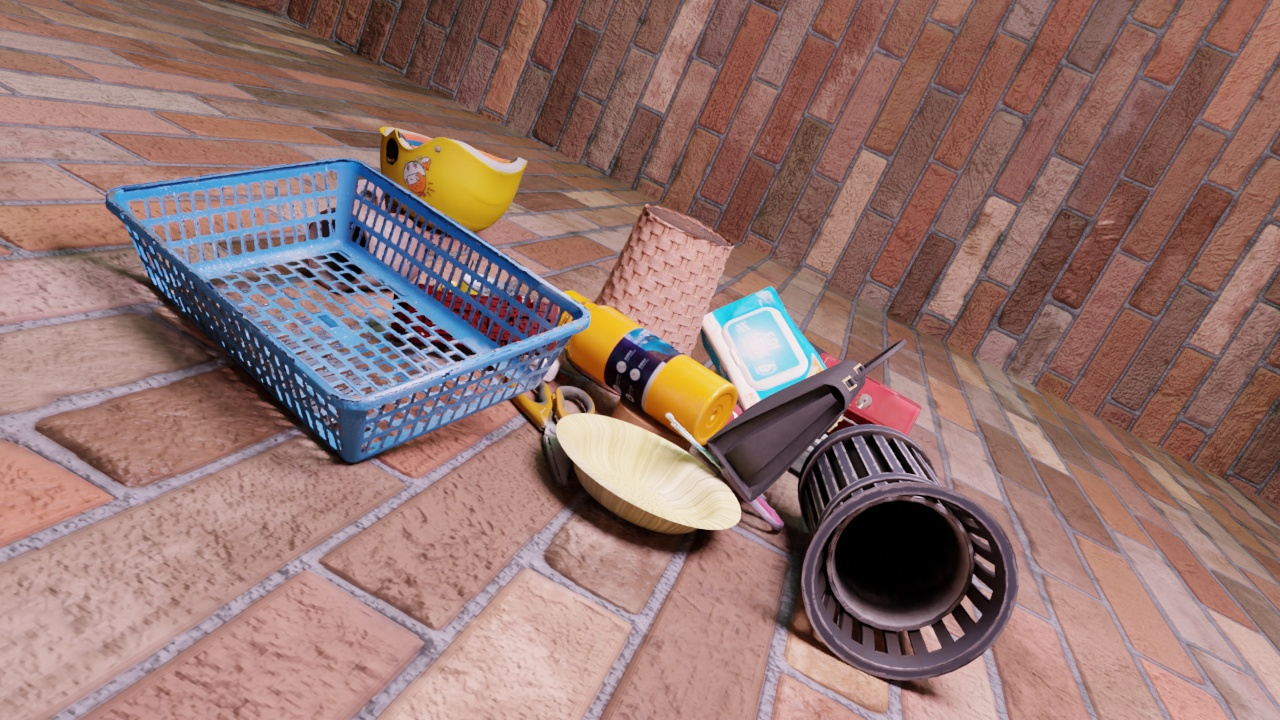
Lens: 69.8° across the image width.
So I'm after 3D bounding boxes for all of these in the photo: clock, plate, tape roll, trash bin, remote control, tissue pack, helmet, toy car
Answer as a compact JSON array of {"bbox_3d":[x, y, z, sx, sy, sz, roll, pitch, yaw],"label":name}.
[{"bbox_3d":[-0.193,-0.072,1.099,0.119,0.057,0.083,29,17,12],"label":"clock"},{"bbox_3d":[0.000,0.112,0.836,0.184,0.036,0.184,25,15,-7],"label":"plate"},{"bbox_3d":[0.014,0.072,1.005,0.094,0.027,0.094,23,16,-7],"label":"tape roll"},{"bbox_3d":[0.018,-0.070,1.130,0.151,0.210,0.151,23,17,-7],"label":"trash bin"},{"bbox_3d":[-0.119,-0.010,1.064,0.060,0.028,0.114,22,16,-10],"label":"remote control"},{"bbox_3d":[0.155,0.003,1.138,0.066,0.117,0.209,71,-4,-50],"label":"tissue pack"},{"bbox_3d":[-0.310,-0.275,1.438,0.240,0.140,0.208,20,11,33],"label":"helmet"},{"bbox_3d":[-0.176,-0.039,0.970,0.169,0.070,0.062,6,-9,-18],"label":"toy car"},{"bbox_3d":[0.220,0.152,0.828,0.164,0.164,0.227,25,12,0],"label":"trash bin"}]

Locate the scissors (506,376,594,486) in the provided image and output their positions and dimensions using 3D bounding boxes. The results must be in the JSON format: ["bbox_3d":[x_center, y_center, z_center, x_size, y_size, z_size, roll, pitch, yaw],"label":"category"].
[{"bbox_3d":[-0.094,0.063,0.899,0.114,0.016,0.228,21,18,-10],"label":"scissors"}]

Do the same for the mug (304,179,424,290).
[{"bbox_3d":[-0.307,-0.141,1.035,0.096,0.123,0.110,15,11,15],"label":"mug"}]

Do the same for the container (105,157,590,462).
[{"bbox_3d":[-0.257,-0.057,0.806,0.362,0.089,0.256,34,36,28],"label":"container"}]

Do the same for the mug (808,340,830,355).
[{"bbox_3d":[0.278,0.037,1.436,0.094,0.085,0.121,42,-6,43],"label":"mug"}]

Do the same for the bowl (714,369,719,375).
[{"bbox_3d":[0.156,0.038,1.193,0.115,0.115,0.062,37,-23,36],"label":"bowl"}]

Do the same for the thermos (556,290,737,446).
[{"bbox_3d":[-0.006,0.006,1.008,0.233,0.076,0.091,33,-19,28],"label":"thermos"}]

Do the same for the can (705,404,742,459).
[{"bbox_3d":[0.098,0.082,1.050,0.054,0.054,0.096,22,16,-11],"label":"can"}]

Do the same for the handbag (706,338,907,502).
[{"bbox_3d":[0.184,0.038,0.921,0.072,0.196,0.175,54,20,6],"label":"handbag"}]

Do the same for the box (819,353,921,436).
[{"bbox_3d":[0.284,0.066,1.257,0.157,0.127,0.137,26,11,3],"label":"box"}]

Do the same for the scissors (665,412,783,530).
[{"bbox_3d":[0.076,0.100,0.922,0.178,0.016,0.101,43,8,-19],"label":"scissors"}]

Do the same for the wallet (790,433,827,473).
[{"bbox_3d":[0.218,0.118,1.131,0.131,0.054,0.100,39,21,26],"label":"wallet"}]
